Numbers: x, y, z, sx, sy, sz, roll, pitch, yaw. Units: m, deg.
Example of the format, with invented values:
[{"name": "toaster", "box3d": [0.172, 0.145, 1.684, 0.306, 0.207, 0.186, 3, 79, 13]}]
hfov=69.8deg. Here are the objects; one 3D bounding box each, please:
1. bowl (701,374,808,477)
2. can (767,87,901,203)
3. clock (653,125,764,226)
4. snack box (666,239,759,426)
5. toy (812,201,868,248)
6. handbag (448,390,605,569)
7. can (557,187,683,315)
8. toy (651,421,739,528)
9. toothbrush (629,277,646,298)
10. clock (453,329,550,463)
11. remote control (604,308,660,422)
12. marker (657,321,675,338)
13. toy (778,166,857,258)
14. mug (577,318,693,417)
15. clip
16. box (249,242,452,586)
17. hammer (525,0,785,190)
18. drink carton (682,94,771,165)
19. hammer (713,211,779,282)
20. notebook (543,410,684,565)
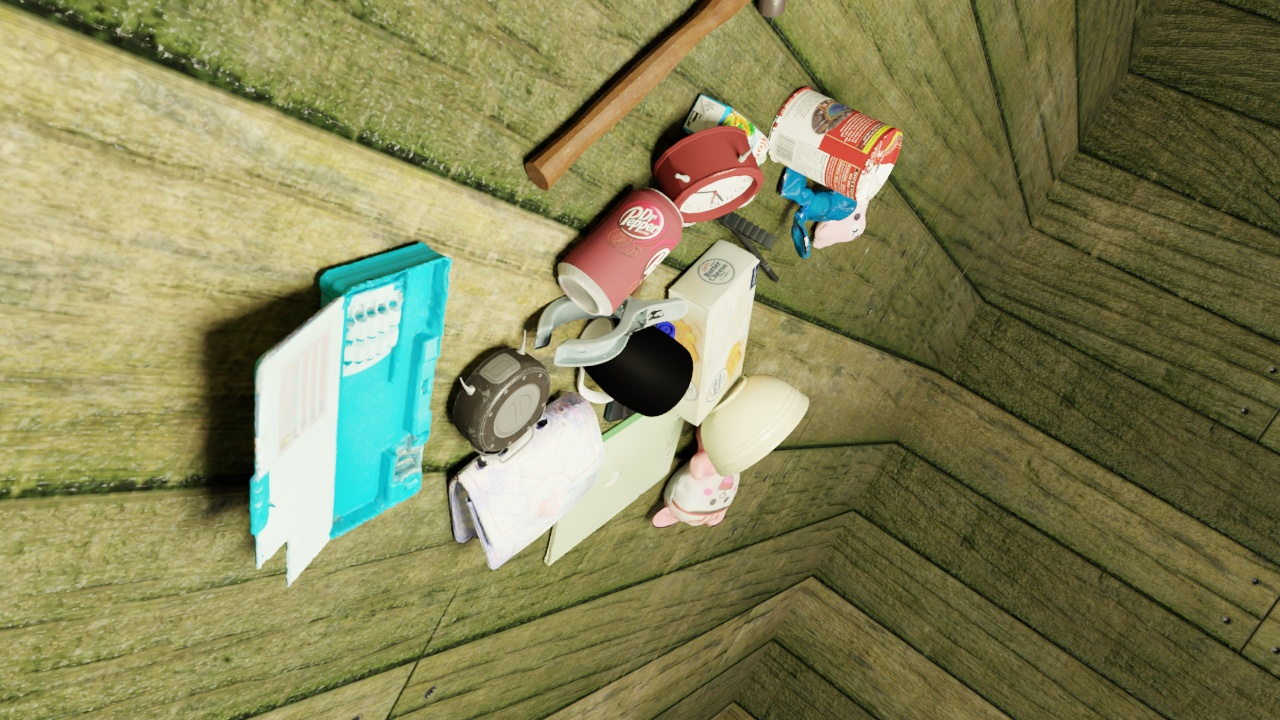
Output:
[{"name": "bowl", "box3d": [0.132, 0.069, 1.163, 0.151, 0.075, 0.150, -42, -172, 7]}, {"name": "can", "box3d": [0.210, -0.235, 0.997, 0.086, 0.116, 0.087, -42, 152, -29]}, {"name": "clock", "box3d": [0.064, -0.165, 0.845, 0.096, 0.048, 0.138, -20, 165, -1]}, {"name": "snack box", "box3d": [0.079, -0.029, 1.075, 0.104, 0.057, 0.208, -46, 154, -32]}, {"name": "toy", "box3d": [0.274, -0.189, 1.257, 0.095, 0.053, 0.099, -37, 152, -15]}, {"name": "handbag", "box3d": [-0.110, 0.117, 0.903, 0.158, 0.069, 0.127, -36, 147, -33]}, {"name": "can", "box3d": [-0.017, -0.096, 0.811, 0.114, 0.063, 0.063, -48, 155, -18]}, {"name": "toy", "box3d": [0.103, 0.154, 1.322, 0.141, 0.084, 0.213, -3, 120, -47]}, {"name": "toothbrush", "box3d": [-0.003, -0.072, 0.927, 0.016, 0.016, 0.167, -27, 142, -50]}, {"name": "clock", "box3d": [-0.123, 0.036, 0.802, 0.091, 0.044, 0.123, -40, 152, -31]}, {"name": "remote control", "box3d": [-0.006, 0.006, 1.009, 0.047, 0.022, 0.151, -31, 145, -43]}, {"name": "marker", "box3d": [0.022, 0.006, 1.060, 0.023, 0.027, 0.133, -41, 154, -30]}, {"name": "toy", "box3d": [0.227, -0.193, 1.147, 0.175, 0.071, 0.113, -24, 130, -50]}, {"name": "mug", "box3d": [-0.023, 0.006, 0.917, 0.119, 0.084, 0.100, -28, 137, 33]}, {"name": "clip", "box3d": [-0.043, -0.048, 0.850, 0.162, 0.107, 0.028, -25, 142, -42]}, {"name": "box", "box3d": [-0.211, 0.044, 0.636, 0.184, 0.056, 0.227, -42, 154, -52]}, {"name": "hammer", "box3d": [0.025, -0.251, 0.740, 0.322, 0.033, 0.115, -47, 156, -18]}, {"name": "drink carton", "box3d": [0.087, -0.216, 0.885, 0.044, 0.038, 0.128, -61, 154, 10]}, {"name": "hammer", "box3d": [0.137, -0.124, 1.064, 0.015, 0.095, 0.324, -59, 162, 3]}, {"name": "notebook", "box3d": [-0.021, 0.134, 1.157, 0.251, 0.010, 0.182, -31, 146, -45]}]
